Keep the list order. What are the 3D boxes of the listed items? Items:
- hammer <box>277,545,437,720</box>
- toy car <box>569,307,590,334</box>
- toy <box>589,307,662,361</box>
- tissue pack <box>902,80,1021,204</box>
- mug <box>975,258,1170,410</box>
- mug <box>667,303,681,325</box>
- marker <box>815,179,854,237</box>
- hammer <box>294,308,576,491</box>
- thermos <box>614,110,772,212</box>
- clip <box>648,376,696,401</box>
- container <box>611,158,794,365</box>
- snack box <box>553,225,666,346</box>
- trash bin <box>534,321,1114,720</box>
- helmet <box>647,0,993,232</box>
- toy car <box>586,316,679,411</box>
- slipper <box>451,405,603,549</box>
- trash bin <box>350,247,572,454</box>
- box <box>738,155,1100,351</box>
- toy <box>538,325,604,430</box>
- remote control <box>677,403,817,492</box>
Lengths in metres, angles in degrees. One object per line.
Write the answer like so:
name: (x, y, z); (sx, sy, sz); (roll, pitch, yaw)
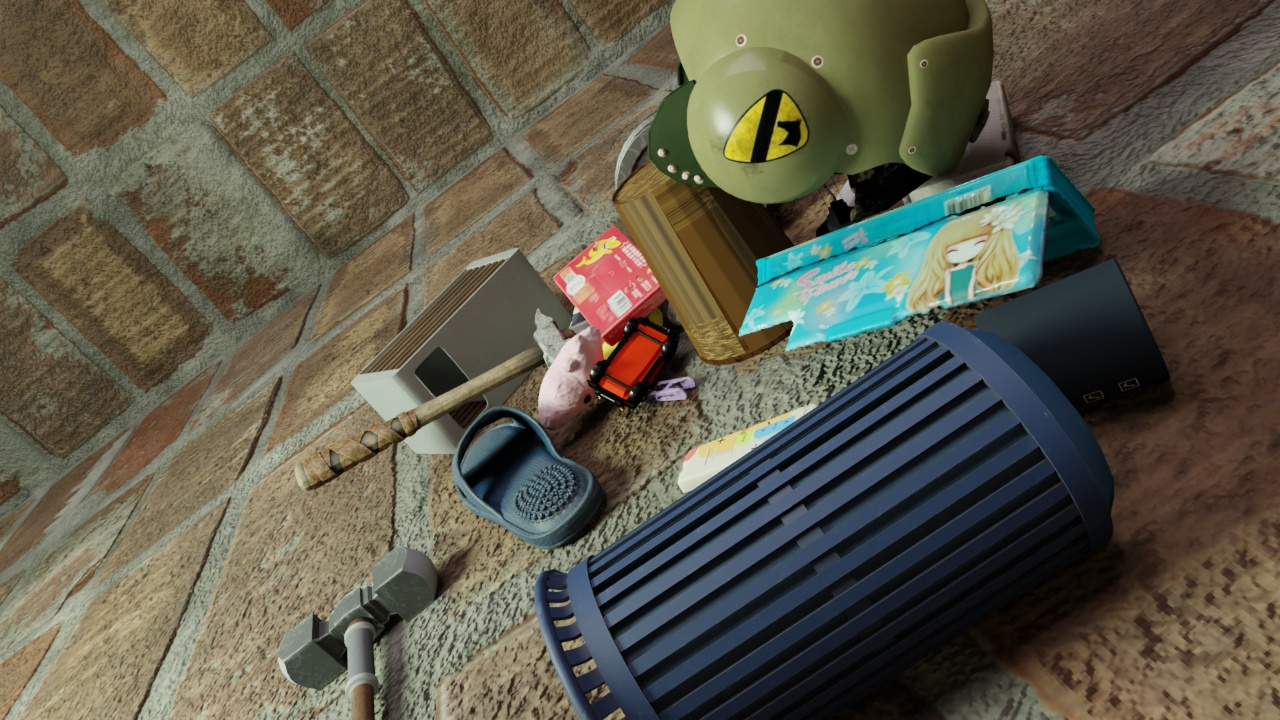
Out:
hammer: (-0.203, 0.265, 0.672); (0.156, 0.043, 0.322); (-38, 26, -3)
toy car: (-0.055, -0.062, 1.078); (0.048, 0.033, 0.105); (-25, 25, 29)
toy: (-0.020, -0.039, 0.961); (0.106, 0.067, 0.137); (-28, 37, 26)
tissue pack: (0.271, -0.186, 0.799); (0.104, 0.071, 0.180); (-14, 33, 28)
mug: (0.246, -0.013, 0.527); (0.078, 0.071, 0.104); (-25, 4, 27)
mug: (0.059, -0.089, 0.933); (0.112, 0.075, 0.076); (-60, 19, 15)
marker: (0.203, -0.154, 0.895); (0.025, 0.025, 0.125); (-10, 35, 47)
hammer: (-0.206, 0.046, 0.955); (0.318, 0.049, 0.121); (-28, 35, -11)
thermos: (0.071, -0.226, 1.052); (0.173, 0.173, 0.225); (-27, 19, 21)
clip: (0.026, 0.029, 0.820); (0.037, 0.013, 0.053); (-44, 22, -17)
container: (0.062, -0.102, 0.813); (0.132, 0.167, 0.132); (-30, 24, 15)
snack box: (-0.029, -0.079, 0.939); (0.089, 0.021, 0.133); (-41, 41, 1)
trash bin: (0.090, 0.096, 0.448); (0.249, 0.139, 0.139); (-34, 23, 2)
helmet: (0.138, -0.205, 0.679); (0.233, 0.255, 0.249); (-28, 24, 25)
toy car: (-0.005, 0.005, 0.854); (0.100, 0.051, 0.049); (-54, -16, -31)
slipper: (-0.123, 0.092, 0.824); (0.101, 0.082, 0.264); (-45, 25, -13)
trash bin: (-0.207, -0.012, 1.091); (0.115, 0.114, 0.228); (-6, 38, 50)
box: (0.178, -0.068, 0.639); (0.228, 0.083, 0.172); (-17, 2, 40)
toy: (-0.059, 0.011, 0.872); (0.098, 0.053, 0.096); (-42, -26, -53)
remote control: (0.079, 0.065, 0.668); (0.126, 0.018, 0.038); (-24, 26, 32)
